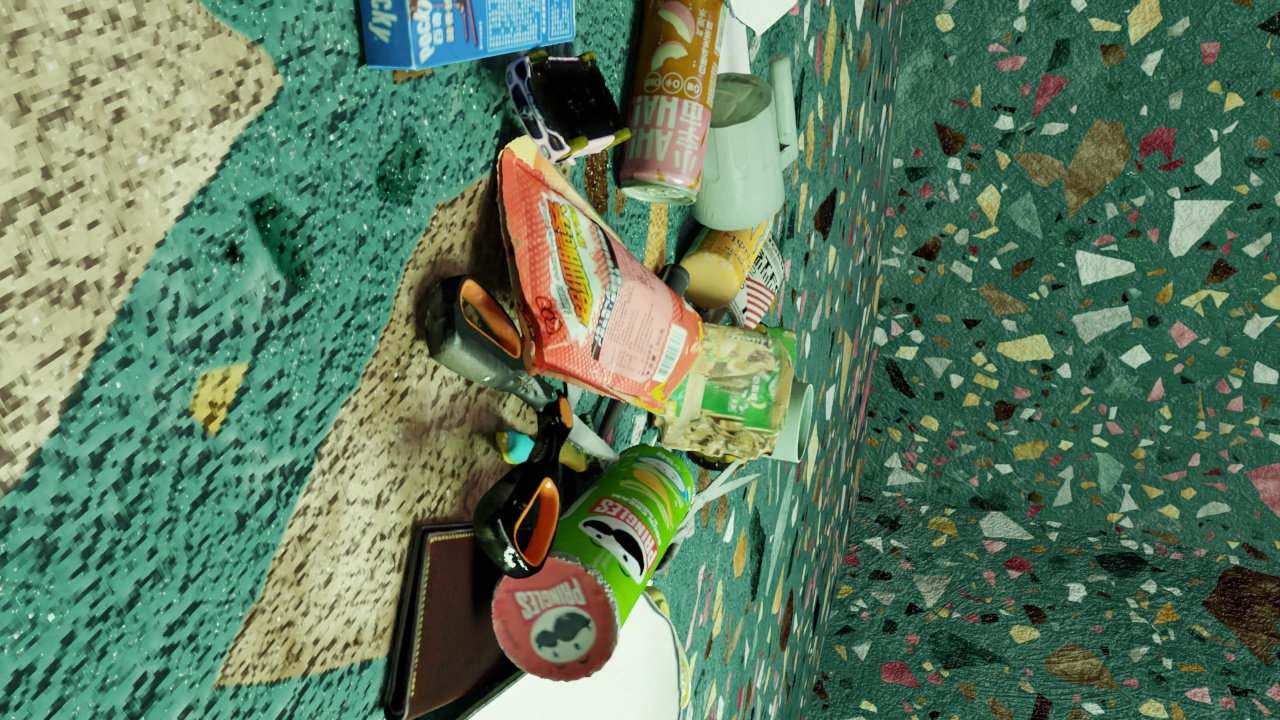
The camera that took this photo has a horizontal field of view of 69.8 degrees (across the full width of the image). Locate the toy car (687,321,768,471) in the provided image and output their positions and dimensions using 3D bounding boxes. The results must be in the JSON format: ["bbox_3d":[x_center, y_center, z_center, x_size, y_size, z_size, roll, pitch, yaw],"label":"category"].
[{"bbox_3d":[0.089,0.033,0.902,0.041,0.071,0.155,21,84,-57],"label":"toy car"}]

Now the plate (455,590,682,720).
[{"bbox_3d":[-0.052,0.248,0.569,0.265,0.034,0.162,-22,109,-56],"label":"plate"}]

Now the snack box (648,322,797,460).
[{"bbox_3d":[0.072,0.023,0.821,0.105,0.118,0.117,2,96,-84],"label":"snack box"}]

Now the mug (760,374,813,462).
[{"bbox_3d":[0.125,0.048,0.970,0.111,0.106,0.082,-62,152,-44],"label":"mug"}]

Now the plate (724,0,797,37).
[{"bbox_3d":[0.071,-0.337,0.645,0.204,0.046,0.205,-12,90,-70],"label":"plate"}]

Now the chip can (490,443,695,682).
[{"bbox_3d":[-0.019,0.115,0.588,0.235,0.072,0.072,-37,133,-74],"label":"chip can"}]

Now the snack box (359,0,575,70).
[{"bbox_3d":[-0.072,-0.181,0.410,0.156,0.026,0.085,-47,141,-59],"label":"snack box"}]

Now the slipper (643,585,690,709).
[{"bbox_3d":[0.002,0.247,0.742,0.190,0.082,0.092,-36,129,-68],"label":"slipper"}]

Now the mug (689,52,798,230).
[{"bbox_3d":[0.088,-0.186,0.771,0.123,0.084,0.103,-44,143,-23],"label":"mug"}]

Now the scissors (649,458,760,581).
[{"bbox_3d":[0.050,0.131,0.835,0.171,0.014,0.159,29,89,-50],"label":"scissors"}]

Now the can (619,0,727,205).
[{"bbox_3d":[0.023,-0.186,0.640,0.058,0.058,0.147,9,90,-71],"label":"can"}]

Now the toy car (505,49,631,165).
[{"bbox_3d":[-0.041,-0.135,0.493,0.056,0.037,0.122,63,22,-8],"label":"toy car"}]

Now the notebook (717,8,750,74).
[{"bbox_3d":[0.066,-0.289,0.795,0.209,0.012,0.150,76,29,-48],"label":"notebook"}]

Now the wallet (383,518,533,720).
[{"bbox_3d":[-0.094,0.136,0.503,0.122,0.020,0.096,21,74,-70],"label":"wallet"}]

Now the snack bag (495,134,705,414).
[{"bbox_3d":[-0.026,-0.035,0.554,0.207,0.073,0.128,30,53,-65],"label":"snack bag"}]

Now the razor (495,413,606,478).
[{"bbox_3d":[-0.058,0.052,0.552,0.132,0.028,0.043,18,57,-71],"label":"razor"}]

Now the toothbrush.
[{"bbox_3d":[-0.004,0.004,0.695,0.026,0.027,0.212,43,48,-22],"label":"toothbrush"}]

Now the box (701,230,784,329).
[{"bbox_3d":[0.091,-0.085,0.928,0.074,0.079,0.163,62,36,-24],"label":"box"}]

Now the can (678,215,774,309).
[{"bbox_3d":[0.081,-0.107,0.847,0.145,0.058,0.058,-59,151,-49],"label":"can"}]

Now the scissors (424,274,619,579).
[{"bbox_3d":[-0.057,0.036,0.505,0.221,0.022,0.223,60,21,-45],"label":"scissors"}]
